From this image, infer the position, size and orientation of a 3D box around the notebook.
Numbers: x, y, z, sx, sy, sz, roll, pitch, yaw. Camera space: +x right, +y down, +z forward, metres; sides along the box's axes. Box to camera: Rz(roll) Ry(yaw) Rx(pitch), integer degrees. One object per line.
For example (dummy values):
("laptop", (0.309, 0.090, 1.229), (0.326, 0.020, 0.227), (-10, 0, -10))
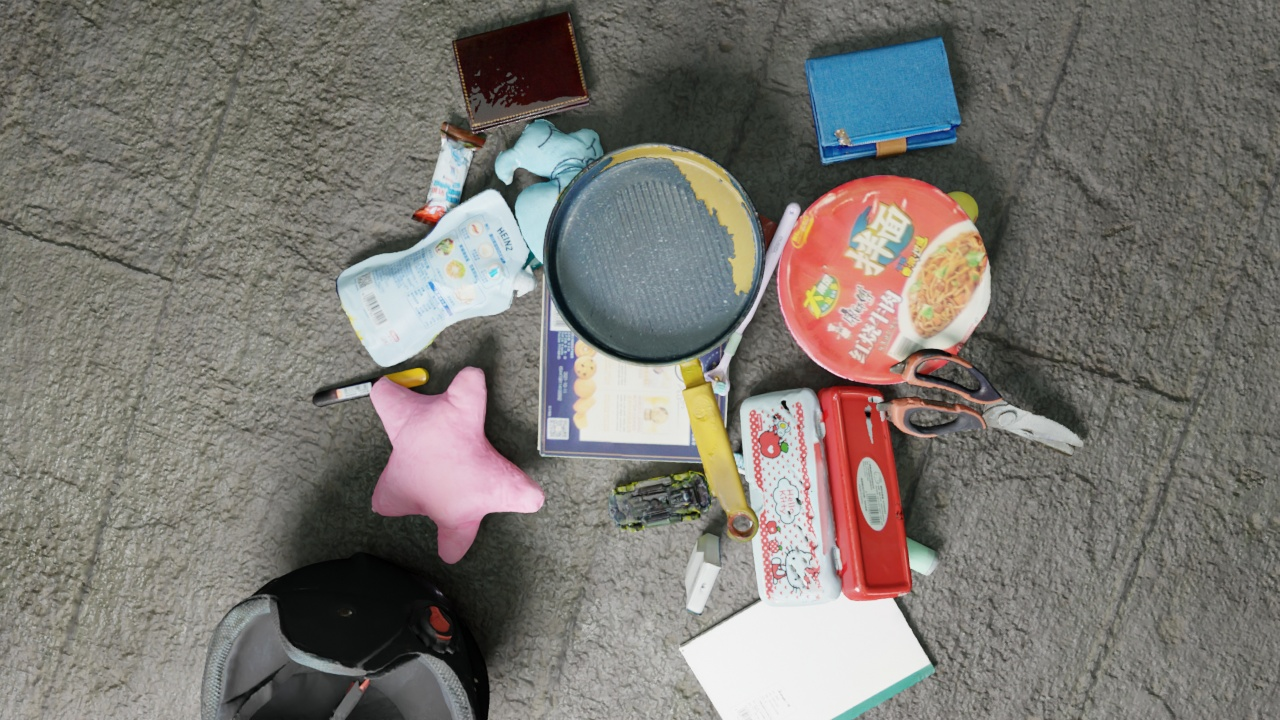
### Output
("notebook", (0.165, 0.297, 0.913), (0.209, 0.012, 0.150), (-31, 91, 5))

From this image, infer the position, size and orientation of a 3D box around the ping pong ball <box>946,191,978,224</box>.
("ping pong ball", (0.301, -0.141, 0.875), (0.040, 0.040, 0.040), (0, 92, 3))

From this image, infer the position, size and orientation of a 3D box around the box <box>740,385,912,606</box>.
("box", (0.173, 0.124, 0.859), (0.154, 0.074, 0.201), (-4, 76, -2))

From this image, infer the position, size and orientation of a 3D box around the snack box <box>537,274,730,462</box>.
("snack box", (-0.005, 0.005, 0.895), (0.182, 0.045, 0.178), (2, 92, 3))

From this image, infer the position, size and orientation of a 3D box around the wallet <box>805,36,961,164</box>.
("wallet", (0.230, -0.248, 0.877), (0.133, 0.040, 0.106), (-9, 83, 4))

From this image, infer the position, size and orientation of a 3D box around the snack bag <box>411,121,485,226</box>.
("snack bag", (-0.190, -0.180, 0.909), (0.048, 0.026, 0.104), (20, 94, -12))

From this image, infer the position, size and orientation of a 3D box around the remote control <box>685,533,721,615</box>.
("remote control", (0.058, 0.197, 0.859), (0.024, 0.125, 0.049), (21, 93, 3))

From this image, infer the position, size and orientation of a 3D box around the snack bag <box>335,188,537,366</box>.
("snack bag", (-0.198, -0.079, 0.902), (0.191, 0.039, 0.110), (-26, 87, 7))

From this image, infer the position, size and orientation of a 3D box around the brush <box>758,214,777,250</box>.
("brush", (0.054, -0.136, 0.875), (0.146, 0.069, 0.063), (29, 92, 2))

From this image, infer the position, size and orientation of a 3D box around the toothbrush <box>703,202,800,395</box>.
("toothbrush", (0.104, -0.057, 0.846), (0.029, 0.021, 0.189), (24, 98, 6))

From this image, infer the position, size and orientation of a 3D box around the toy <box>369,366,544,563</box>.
("toy", (-0.202, 0.098, 0.899), (0.179, 0.074, 0.194), (-30, 87, 14))

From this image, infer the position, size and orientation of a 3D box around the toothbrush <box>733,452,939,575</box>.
("toothbrush", (0.187, 0.150, 0.900), (0.224, 0.026, 0.027), (26, 100, 2))

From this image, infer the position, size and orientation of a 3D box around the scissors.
("scissors", (0.321, 0.058, 0.864), (0.192, 0.015, 0.207), (-26, 119, 8))

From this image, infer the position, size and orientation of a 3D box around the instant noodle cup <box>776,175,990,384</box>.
("instant noodle cup", (0.224, -0.074, 0.870), (0.194, 0.066, 0.194), (0, 91, 4))

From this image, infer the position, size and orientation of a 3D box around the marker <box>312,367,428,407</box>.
("marker", (-0.273, 0.028, 0.928), (0.124, 0.015, 0.018), (-13, 90, 6))

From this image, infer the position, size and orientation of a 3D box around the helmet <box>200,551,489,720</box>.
("helmet", (-0.252, 0.300, 0.830), (0.275, 0.229, 0.234), (28, 108, 3))

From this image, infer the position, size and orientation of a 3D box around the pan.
("pan", (0.036, -0.017, 0.806), (0.198, 0.078, 0.357), (-19, 90, 7))

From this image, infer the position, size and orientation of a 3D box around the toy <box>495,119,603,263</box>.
("toy", (-0.072, -0.152, 0.881), (0.161, 0.050, 0.156), (15, 81, 9))

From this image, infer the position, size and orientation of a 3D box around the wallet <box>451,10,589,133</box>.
("wallet", (-0.118, -0.283, 0.901), (0.122, 0.020, 0.096), (-13, 87, 4))

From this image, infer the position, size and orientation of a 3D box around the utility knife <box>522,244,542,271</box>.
("utility knife", (-0.100, -0.107, 0.912), (0.179, 0.013, 0.029), (-35, 86, 4))

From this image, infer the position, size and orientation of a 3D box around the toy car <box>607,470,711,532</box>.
("toy car", (0.019, 0.138, 0.907), (0.105, 0.032, 0.048), (-14, 91, 15))
